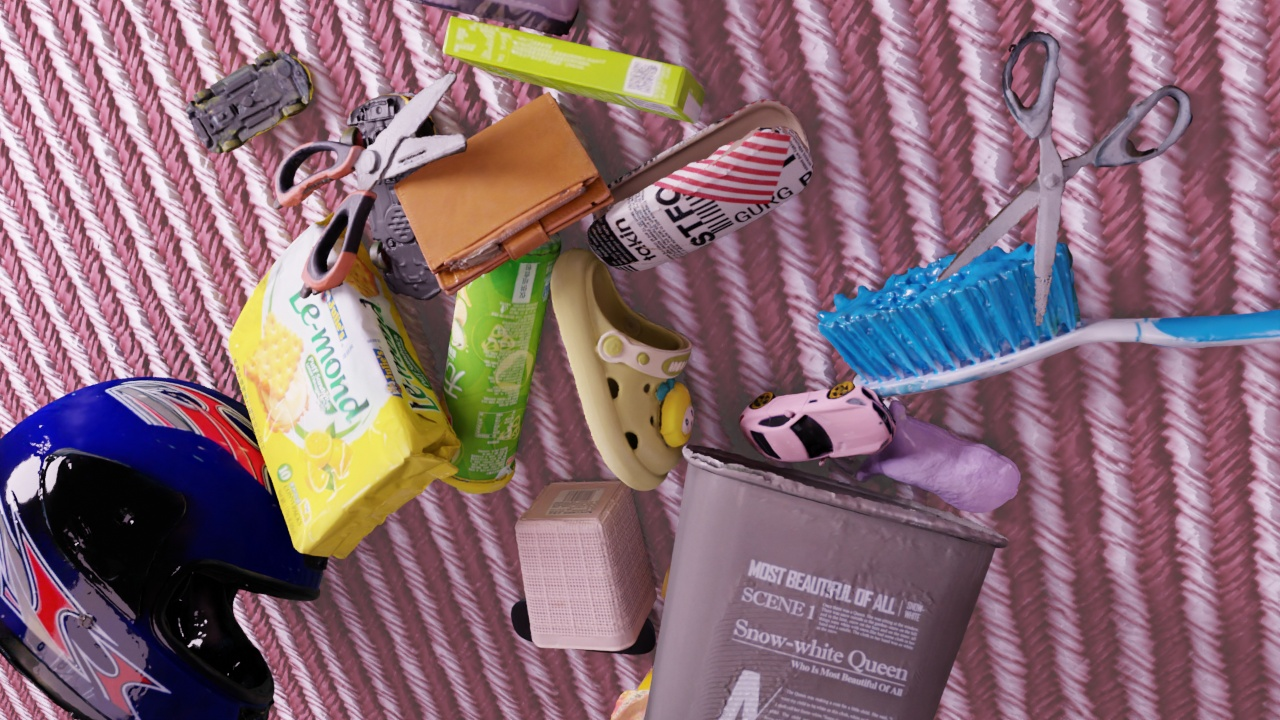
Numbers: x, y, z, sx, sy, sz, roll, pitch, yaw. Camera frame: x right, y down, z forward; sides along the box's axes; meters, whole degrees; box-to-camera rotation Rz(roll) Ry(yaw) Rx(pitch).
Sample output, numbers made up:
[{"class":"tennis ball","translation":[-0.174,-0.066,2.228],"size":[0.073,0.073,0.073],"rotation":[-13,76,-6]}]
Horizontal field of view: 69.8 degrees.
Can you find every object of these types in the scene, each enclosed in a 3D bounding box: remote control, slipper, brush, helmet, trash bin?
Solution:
[{"class":"remote control","translation":[-0.050,0.233,0.817],"size":[0.136,0.024,0.053],"rotation":[1,114,19]},{"class":"slipper","translation":[-0.004,0.004,0.671],"size":[0.082,0.091,0.190],"rotation":[-16,103,20]},{"class":"brush","translation":[0.281,-0.030,0.588],"size":[0.315,0.060,0.109],"rotation":[-16,112,21]},{"class":"helmet","translation":[-0.384,0.156,0.767],"size":[0.315,0.248,0.240],"rotation":[44,75,2]},{"class":"trash bin","translation":[0.098,0.183,0.602],"size":[0.199,0.198,0.219],"rotation":[15,87,3]}]

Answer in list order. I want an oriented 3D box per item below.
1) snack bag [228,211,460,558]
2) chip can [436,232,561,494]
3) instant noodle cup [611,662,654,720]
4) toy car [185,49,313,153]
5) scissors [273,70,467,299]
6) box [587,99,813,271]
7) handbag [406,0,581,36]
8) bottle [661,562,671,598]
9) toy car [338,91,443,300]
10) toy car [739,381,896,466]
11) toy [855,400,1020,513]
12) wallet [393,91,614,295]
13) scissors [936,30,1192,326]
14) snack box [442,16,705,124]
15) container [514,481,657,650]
[{"class":"snack bag","translation":[-0.238,0.021,0.725],"size":[0.158,0.068,0.246],"rotation":[-40,66,27]},{"class":"chip can","translation":[-0.114,-0.006,0.710],"size":[0.072,0.072,0.222],"rotation":[20,117,9]},{"class":"instant noodle cup","translation":[0.056,0.292,0.760],"size":[0.138,0.109,0.138],"rotation":[7,114,15]},{"class":"toy car","translation":[-0.299,-0.200,0.710],"size":[0.105,0.032,0.048],"rotation":[-25,102,13]},{"class":"scissors","translation":[-0.200,-0.126,0.651],"size":[0.190,0.015,0.222],"rotation":[38,111,33]},{"class":"box","translation":[0.040,-0.120,0.633],"size":[0.164,0.080,0.075],"rotation":[-28,133,24]},{"class":"handbag","translation":[-0.089,-0.314,0.556],"size":[0.145,0.098,0.197],"rotation":[14,115,-6]},{"class":"bottle","translation":[0.124,0.206,0.728],"size":[0.219,0.065,0.065],"rotation":[14,115,13]},{"class":"toy car","translation":[-0.179,-0.123,0.696],"size":[0.071,0.041,0.156],"rotation":[-4,105,22]},{"class":"toy car","translation":[0.123,0.048,0.657],"size":[0.123,0.037,0.056],"rotation":[-13,123,47]},{"class":"toy","translation":[0.216,0.078,0.659],"size":[0.108,0.038,0.084],"rotation":[20,134,5]},{"class":"wallet","translation":[-0.096,-0.116,0.629],"size":[0.132,0.031,0.107],"rotation":[-31,60,2]},{"class":"scissors","translation":[0.247,-0.114,0.552],"size":[0.181,0.014,0.159],"rotation":[-28,88,7]},{"class":"snack box","translation":[-0.040,-0.189,0.599],"size":[0.156,0.085,0.026],"rotation":[16,100,11]},{"class":"container","translation":[-0.046,0.164,0.752],"size":[0.090,0.089,0.111],"rotation":[-3,108,19]}]
